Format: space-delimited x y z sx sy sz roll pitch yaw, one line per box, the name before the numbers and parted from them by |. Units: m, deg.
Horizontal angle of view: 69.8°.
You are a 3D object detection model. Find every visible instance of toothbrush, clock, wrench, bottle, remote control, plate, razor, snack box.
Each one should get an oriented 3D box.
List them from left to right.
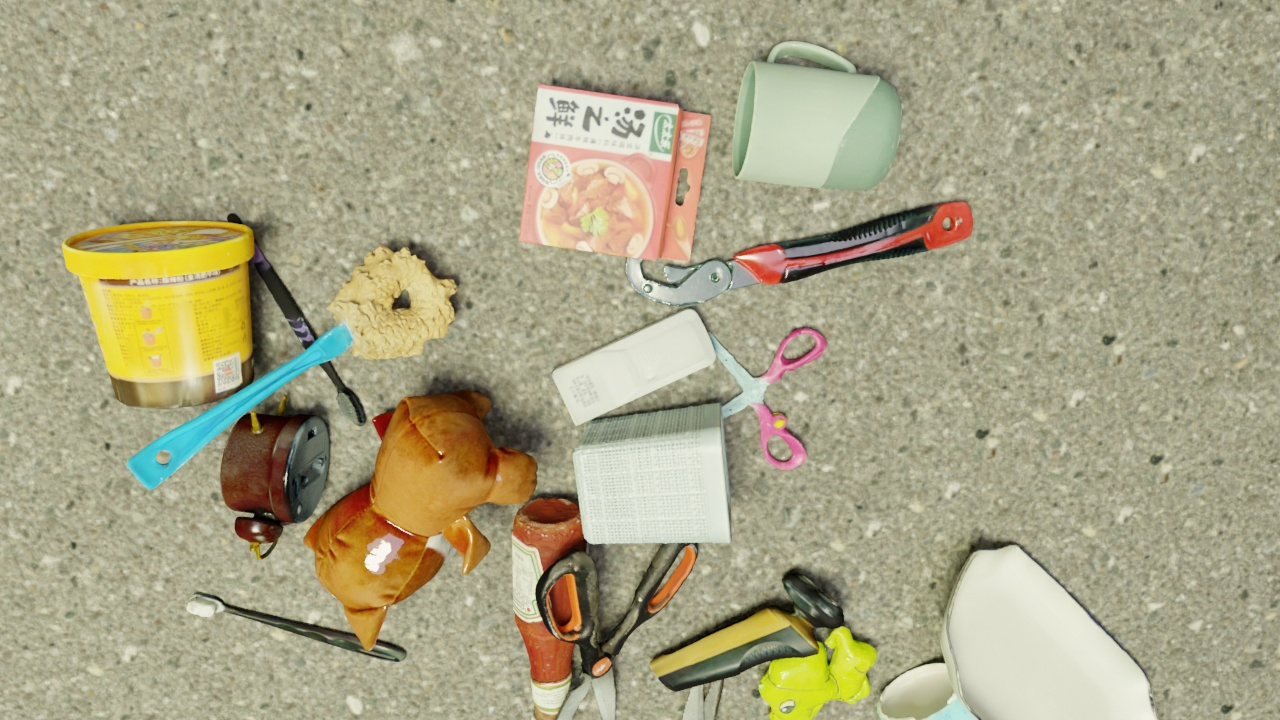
clock | -0.277 0.092 0.697 0.055 0.082 0.122 7 101 0
toothbrush | -0.265 -0.029 0.705 0.014 0.016 0.189 -28 100 3
toothbrush | -0.283 0.223 0.758 0.181 0.018 0.016 17 97 -8
bottle | -0.072 0.214 0.746 0.060 0.059 0.206 0 108 -3
snack box | -0.018 -0.134 0.672 0.127 0.044 0.113 8 98 0
remote control | -0.004 0.004 0.720 0.125 0.024 0.049 -25 97 5
razor | 0.087 0.230 0.764 0.167 0.062 0.067 -25 72 8
wrench | 0.124 -0.084 0.713 0.273 0.016 0.056 -9 103 0
plate | 0.335 0.271 0.757 0.265 0.034 0.161 43 55 -12

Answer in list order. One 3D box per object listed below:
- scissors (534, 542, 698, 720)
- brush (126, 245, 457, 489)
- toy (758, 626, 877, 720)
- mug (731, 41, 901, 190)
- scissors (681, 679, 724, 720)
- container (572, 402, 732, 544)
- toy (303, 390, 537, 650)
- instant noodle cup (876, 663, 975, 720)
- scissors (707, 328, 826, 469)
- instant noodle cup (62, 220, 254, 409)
scissors | -0.024 0.224 0.736 0.227 0.022 0.221 -41 134 -15
brush | -0.243 0.004 0.656 0.254 0.046 0.083 -37 114 -18
toy | 0.149 0.269 0.782 0.100 0.031 0.097 6 102 -9
mug | 0.126 -0.180 0.665 0.106 0.082 0.111 5 70 -4
scissors | 0.050 0.378 0.769 0.204 0.015 0.199 -39 93 -18
container | 0.011 0.088 0.703 0.111 0.089 0.090 -5 102 6
toy | -0.174 0.114 0.699 0.200 0.140 0.130 -49 141 9
instant noodle cup | 0.260 0.325 0.766 0.111 0.111 0.120 -29 95 3
scissors | 0.098 0.026 0.736 0.135 0.017 0.133 -38 98 10
instant noodle cup | -0.332 -0.034 0.653 0.118 0.118 0.114 -1 109 -3
